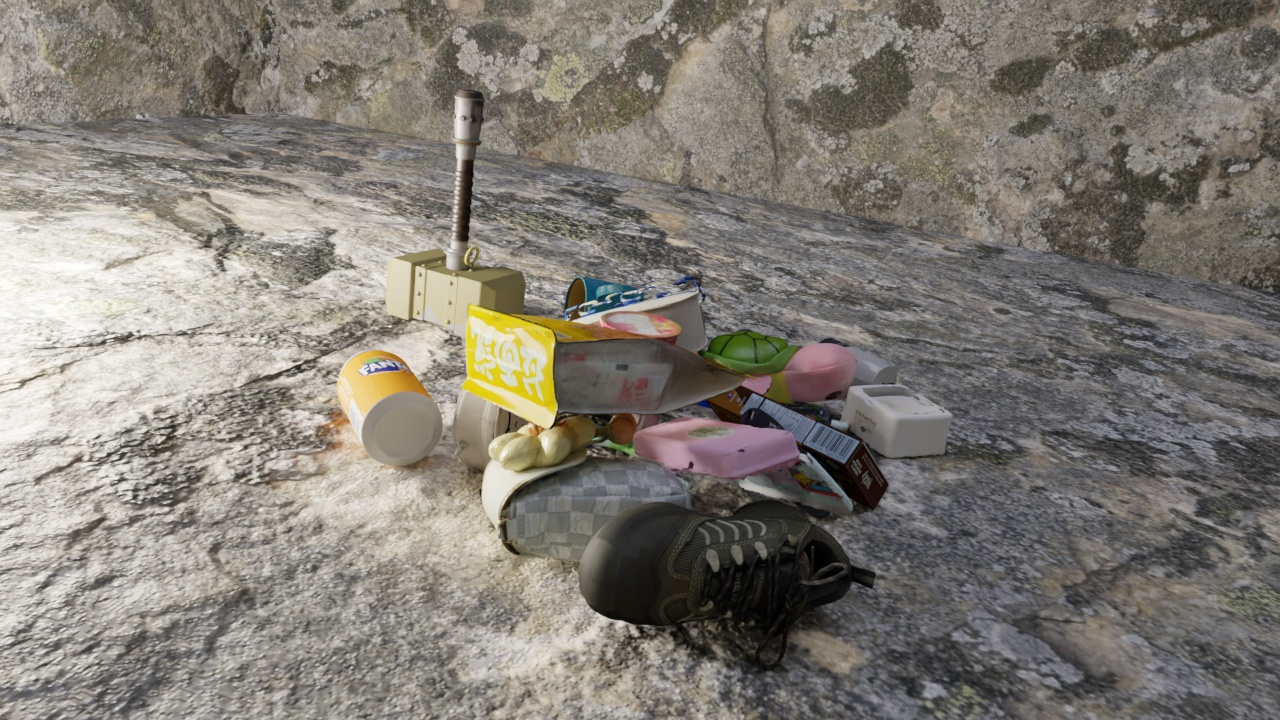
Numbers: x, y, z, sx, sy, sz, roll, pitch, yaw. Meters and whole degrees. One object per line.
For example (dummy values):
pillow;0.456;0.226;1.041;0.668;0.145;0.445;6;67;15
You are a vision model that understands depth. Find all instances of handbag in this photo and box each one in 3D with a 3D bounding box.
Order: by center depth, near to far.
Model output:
handbag;-0.043;0.104;0.780;0.171;0.123;0.112;3;5;-18
handbag;-0.008;-0.054;1.228;0.200;0.093;0.199;-14;13;-2

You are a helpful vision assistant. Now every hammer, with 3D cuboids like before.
hammer;-0.251;-0.210;1.284;0.190;0.325;0.100;17;21;23

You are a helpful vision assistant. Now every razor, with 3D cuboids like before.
razor;0.143;0.097;0.889;0.052;0.143;0.047;-16;38;39

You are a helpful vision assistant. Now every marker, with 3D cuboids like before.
marker;0.187;0.068;1.138;0.146;0.017;0.017;13;20;14

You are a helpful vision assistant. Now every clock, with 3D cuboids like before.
clock;-0.140;0.063;0.920;0.061;0.103;0.157;6;-7;16

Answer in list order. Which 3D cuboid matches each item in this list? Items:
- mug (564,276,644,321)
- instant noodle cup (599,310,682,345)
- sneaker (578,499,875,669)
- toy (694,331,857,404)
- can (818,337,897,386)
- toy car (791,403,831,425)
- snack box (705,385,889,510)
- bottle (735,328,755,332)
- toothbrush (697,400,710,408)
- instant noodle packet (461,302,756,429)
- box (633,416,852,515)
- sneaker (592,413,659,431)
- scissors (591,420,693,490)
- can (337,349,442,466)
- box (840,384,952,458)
mug;-0.043;-0.081;1.349;0.104;0.084;0.112;7;-23;-27
instant noodle cup;-0.006;0.006;1.095;0.097;0.109;0.097;8;19;-3
sneaker;0.079;0.170;0.677;0.237;0.101;0.143;1;13;-39
toy;0.159;0.009;1.194;0.238;0.088;0.189;8;6;26
can;0.293;0.017;1.259;0.064;0.064;0.127;-8;25;-39
toy car;0.175;0.074;1.093;0.105;0.033;0.048;-2;19;11
snack box;0.162;0.085;0.967;0.186;0.031;0.101;25;-16;41
bottle;0.152;-0.018;1.329;0.047;0.047;0.112;8;18;0
toothbrush;0.090;0.052;1.110;0.183;0.016;0.018;12;12;39
instant noodle packet;-0.026;0.003;0.825;0.221;0.084;0.163;1;8;-36
box;0.090;0.087;0.842;0.149;0.073;0.202;15;-5;-24
sneaker;-0.072;0.030;0.993;0.119;0.095;0.235;-12;20;-31
scissors;0.004;0.098;0.984;0.078;0.033;0.176;-5;27;-39
can;-0.257;0.044;0.928;0.079;0.079;0.142;-3;22;-29
box;0.317;0.064;1.121;0.102;0.076;0.107;-2;24;-24
